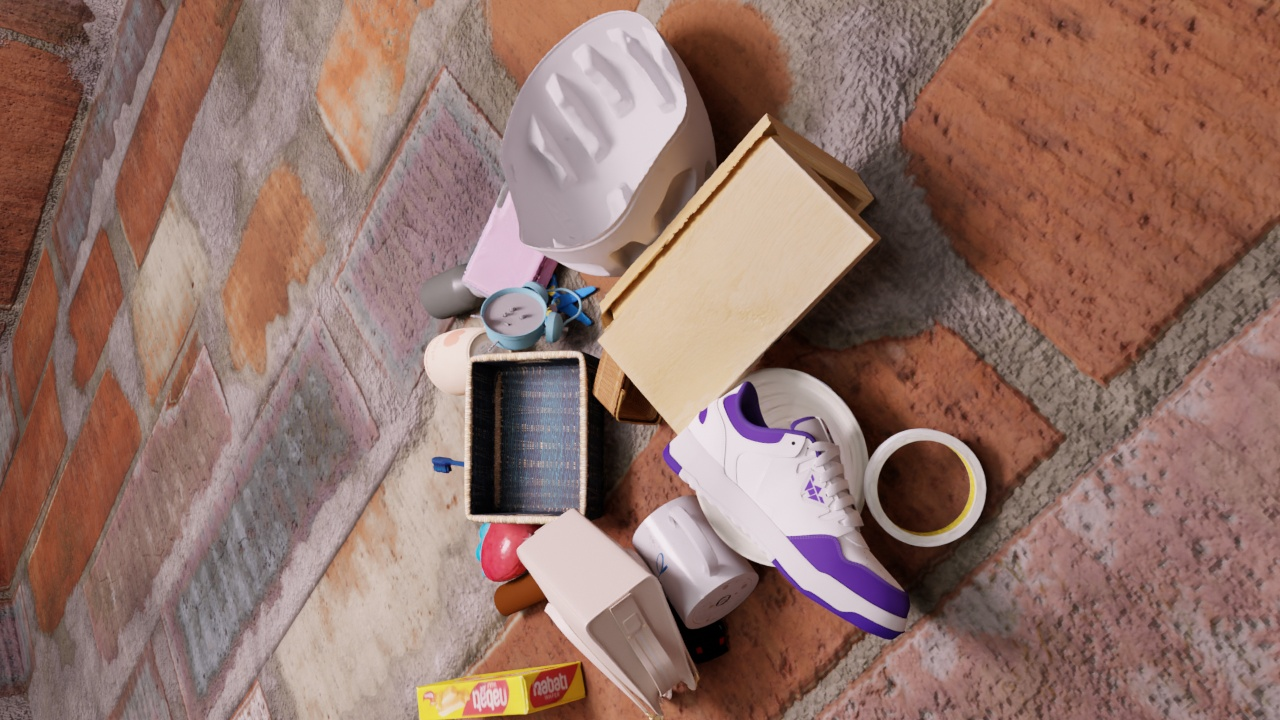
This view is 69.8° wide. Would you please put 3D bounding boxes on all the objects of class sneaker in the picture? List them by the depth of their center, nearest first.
[{"bbox_3d":[0.137,0.110,0.749,0.244,0.091,0.111,41,98,27],"label":"sneaker"}]

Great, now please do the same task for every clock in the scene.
[{"bbox_3d":[-0.125,-0.054,1.048,0.087,0.123,0.042,59,159,33],"label":"clock"}]

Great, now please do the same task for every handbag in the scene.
[{"bbox_3d":[-0.019,0.267,0.904,0.195,0.101,0.198,24,145,60],"label":"handbag"}]

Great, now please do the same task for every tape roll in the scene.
[{"bbox_3d":[0.230,0.102,0.743,0.094,0.019,0.094,0,89,6],"label":"tape roll"}]

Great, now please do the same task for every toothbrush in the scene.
[{"bbox_3d":[-0.165,0.134,1.092,0.190,0.016,0.017,5,109,20],"label":"toothbrush"}]

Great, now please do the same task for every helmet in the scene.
[{"bbox_3d":[-0.037,-0.220,0.942,0.225,0.183,0.282,-32,70,20],"label":"helmet"}]

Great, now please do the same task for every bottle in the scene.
[{"bbox_3d":[-0.236,-0.092,1.198,0.109,0.060,0.060,-15,76,41],"label":"bottle"}]

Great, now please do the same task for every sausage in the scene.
[{"bbox_3d":[-0.113,0.259,1.064,0.156,0.040,0.040,-32,65,36],"label":"sausage"}]

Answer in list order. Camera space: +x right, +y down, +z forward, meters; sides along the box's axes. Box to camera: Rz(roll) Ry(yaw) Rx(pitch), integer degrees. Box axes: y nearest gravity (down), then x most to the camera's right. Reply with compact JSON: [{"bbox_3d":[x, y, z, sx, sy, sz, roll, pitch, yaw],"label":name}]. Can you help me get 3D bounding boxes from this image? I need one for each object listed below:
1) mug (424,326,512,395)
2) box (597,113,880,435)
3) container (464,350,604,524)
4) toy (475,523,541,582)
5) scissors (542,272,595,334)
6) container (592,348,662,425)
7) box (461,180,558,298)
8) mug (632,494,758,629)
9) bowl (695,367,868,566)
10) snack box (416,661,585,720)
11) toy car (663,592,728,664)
[{"bbox_3d":[-0.200,-0.012,1.139,0.104,0.085,0.111,-10,39,55],"label":"mug"},{"bbox_3d":[0.080,-0.079,0.825,0.249,0.142,0.178,-48,18,28],"label":"box"},{"bbox_3d":[-0.117,0.087,1.030,0.145,0.071,0.187,-2,84,17],"label":"container"},{"bbox_3d":[-0.163,0.221,1.102,0.133,0.062,0.092,-15,48,59],"label":"toy"},{"bbox_3d":[-0.100,-0.061,1.101,0.131,0.018,0.109,34,110,40],"label":"scissors"},{"bbox_3d":[-0.006,0.006,0.979,0.061,0.063,0.114,23,101,49],"label":"container"},{"bbox_3d":[-0.128,-0.174,1.086,0.099,0.080,0.233,40,108,40],"label":"box"},{"bbox_3d":[0.051,0.183,0.873,0.096,0.083,0.120,52,163,33],"label":"mug"},{"bbox_3d":[0.135,0.095,0.835,0.177,0.057,0.176,-3,86,38],"label":"bowl"},{"bbox_3d":[-0.164,0.384,1.061,0.201,0.092,0.042,-22,71,39],"label":"snack box"},{"bbox_3d":[0.050,0.257,0.914,0.091,0.042,0.036,58,148,30],"label":"toy car"}]
